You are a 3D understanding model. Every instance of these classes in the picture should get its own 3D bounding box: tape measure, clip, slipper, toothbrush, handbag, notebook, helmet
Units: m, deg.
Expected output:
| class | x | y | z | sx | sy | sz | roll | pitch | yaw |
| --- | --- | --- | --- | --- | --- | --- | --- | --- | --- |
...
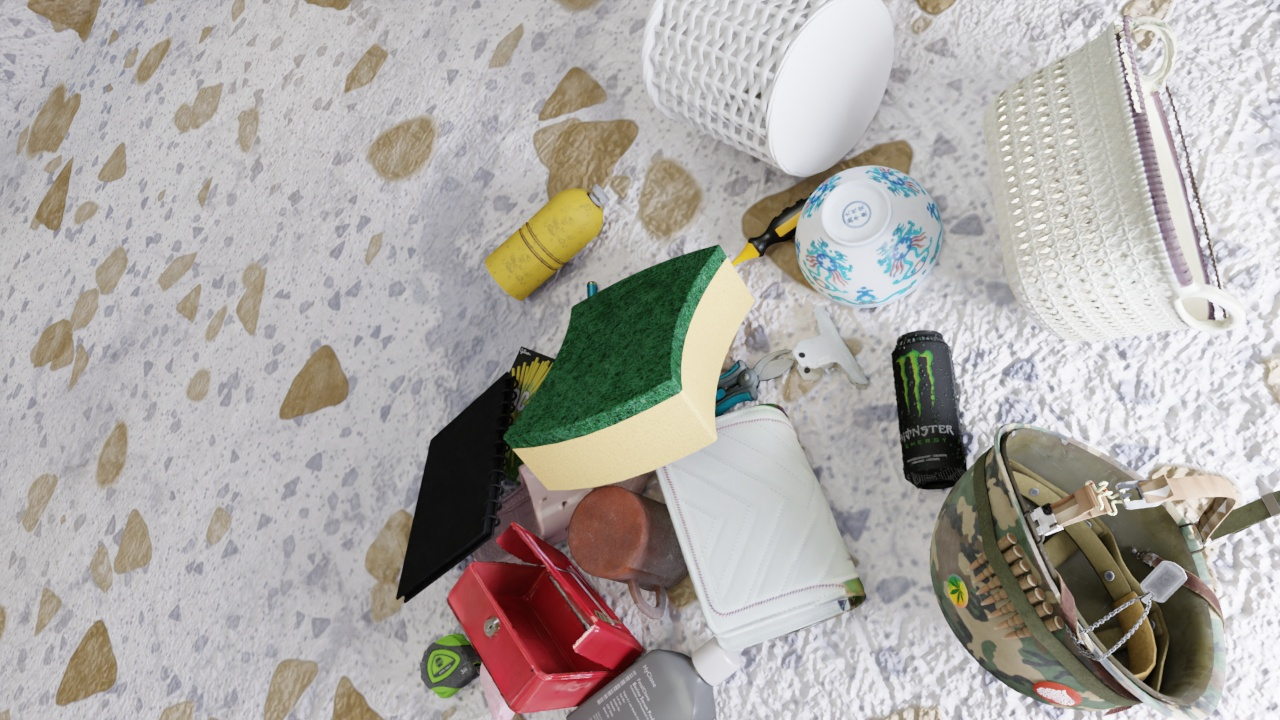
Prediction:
| class | x | y | z | sx | sy | sz | roll | pitch | yaw |
| --- | --- | --- | --- | --- | --- | --- | --- | --- | --- |
| tape measure | -0.209 | 0.335 | 1.012 | 0.066 | 0.036 | 0.058 | -38 | 65 | 11 |
| clip | 0.177 | -0.007 | 0.902 | 0.054 | 0.040 | 0.101 | -28 | 57 | 6 |
| slipper | -0.103 | 0.151 | 0.998 | 0.240 | 0.064 | 0.094 | -34 | 56 | 19 |
| toothbrush | 0.125 | -0.122 | 0.978 | 0.197 | 0.031 | 0.031 | -36 | 99 | 15 |
| handbag | 0.104 | 0.151 | 0.845 | 0.142 | 0.096 | 0.198 | -18 | 59 | 1 |
| notebook | -0.201 | 0.134 | 1.023 | 0.170 | 0.019 | 0.231 | -39 | 32 | 30 |
| helmet | 0.321 | 0.140 | 0.643 | 0.237 | 0.192 | 0.224 | -63 | 34 | 30 |

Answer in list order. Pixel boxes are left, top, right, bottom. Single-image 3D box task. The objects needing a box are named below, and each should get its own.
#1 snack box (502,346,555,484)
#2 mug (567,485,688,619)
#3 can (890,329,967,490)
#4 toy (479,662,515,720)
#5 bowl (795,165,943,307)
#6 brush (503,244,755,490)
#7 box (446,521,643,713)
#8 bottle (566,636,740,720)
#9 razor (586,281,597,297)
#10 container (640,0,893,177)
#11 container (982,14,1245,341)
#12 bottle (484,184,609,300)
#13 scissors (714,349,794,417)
| class | x | y | z | sx | sy | sz | roll | pitch | yaw |
| --- | --- | --- | --- | --- | --- | --- | --- | --- | --- |
| snack box | -0.136 | 0.064 | 1.077 | 0.080 | 0.025 | 0.147 | 20 | 83 | 37 |
| mug | -0.005 | 0.190 | 0.894 | 0.096 | 0.110 | 0.122 | -30 | 57 | 26 |
| can | 0.255 | 0.044 | 0.815 | 0.054 | 0.054 | 0.137 | -12 | 65 | 29 |
| toy | -0.139 | 0.329 | 0.950 | 0.053 | 0.099 | 0.096 | 3 | 96 | 3 |
| bowl | 0.213 | -0.130 | 0.881 | 0.144 | 0.074 | 0.143 | -5 | 76 | 22 |
| brush | -0.005 | 0.005 | 0.909 | 0.195 | 0.075 | 0.249 | -20 | 30 | 31 |
| box | -0.096 | 0.262 | 0.911 | 0.117 | 0.135 | 0.157 | -49 | 52 | 0 |
| bottle | 0.019 | 0.323 | 0.862 | 0.174 | 0.046 | 0.083 | -42 | 55 | 12 |
| razor | -0.056 | -0.028 | 1.068 | 0.042 | 0.022 | 0.143 | 135 | 141 | -56 |
| container | 0.130 | -0.311 | 0.953 | 0.187 | 0.189 | 0.189 | 37 | 93 | 36 |
| container | 0.374 | -0.133 | 0.737 | 0.144 | 0.184 | 0.251 | -17 | 63 | 37 |
| bottle | -0.107 | -0.152 | 1.117 | 0.164 | 0.071 | 0.071 | -39 | 55 | 14 |
| scissors | 0.087 | 0.035 | 0.950 | 0.130 | 0.019 | 0.150 | 19 | 81 | 34 |
